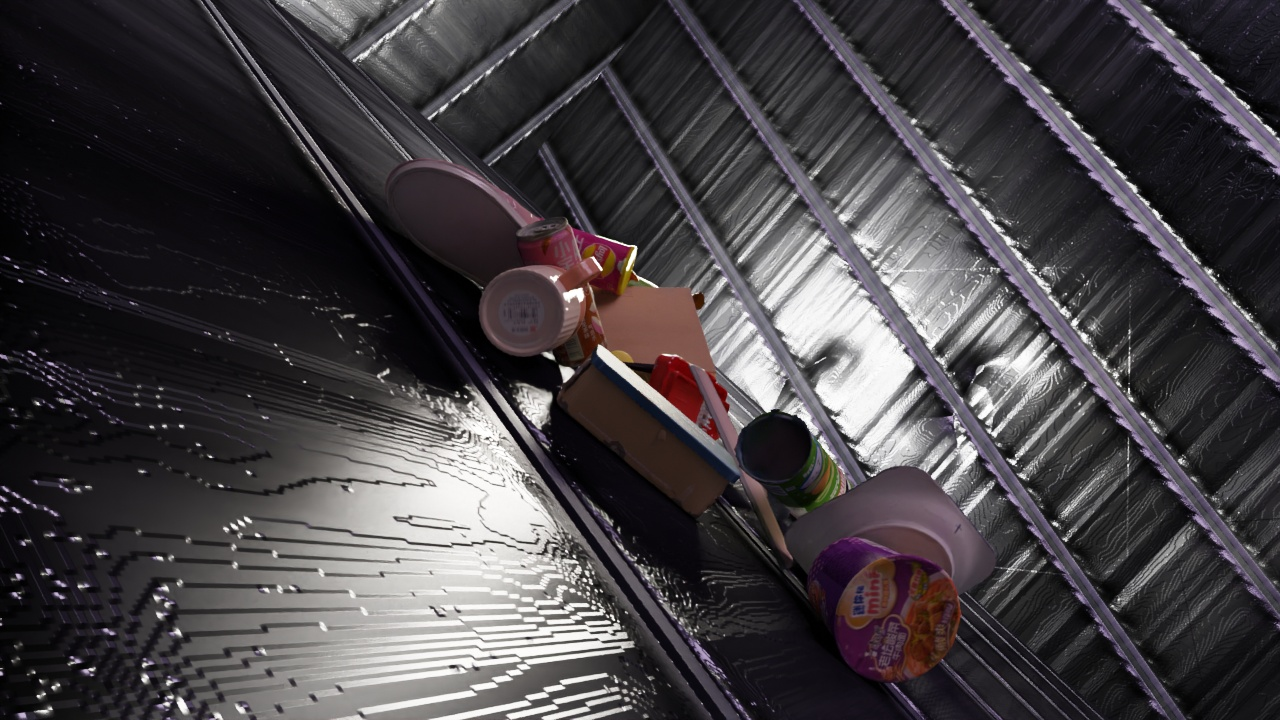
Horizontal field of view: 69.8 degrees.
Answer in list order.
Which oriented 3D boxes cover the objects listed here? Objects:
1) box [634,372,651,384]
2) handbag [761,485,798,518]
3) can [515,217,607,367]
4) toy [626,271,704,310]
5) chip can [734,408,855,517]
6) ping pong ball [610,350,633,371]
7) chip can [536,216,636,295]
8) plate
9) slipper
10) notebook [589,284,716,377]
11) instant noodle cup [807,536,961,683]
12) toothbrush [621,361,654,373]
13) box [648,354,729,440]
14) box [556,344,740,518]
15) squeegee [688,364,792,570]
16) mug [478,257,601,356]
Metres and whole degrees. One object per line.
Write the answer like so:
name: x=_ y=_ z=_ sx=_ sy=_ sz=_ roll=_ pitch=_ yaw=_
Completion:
box: x=0.009 y=-0.015 z=1.283 sx=0.168 sy=0.091 sz=0.076 roll=45 pitch=4 yaw=38
handbag: x=0.246 y=0.206 z=1.279 sx=0.234 sy=0.093 sz=0.193 roll=33 pitch=6 yaw=3
can: x=-0.080 y=-0.069 z=0.940 sx=0.058 sy=0.058 sz=0.147 roll=-127 pitch=-161 yaw=-65
toy: x=-0.037 y=-0.093 z=1.410 sx=0.246 sy=0.089 sz=0.228 roll=20 pitch=-26 yaw=-13
chip can: x=0.161 y=0.117 z=0.908 sx=0.072 sy=0.072 sz=0.236 roll=44 pitch=1 yaw=32
ping pong ball: x=-0.028 y=0.008 z=1.115 sx=0.040 sy=0.040 sz=0.040 roll=40 pitch=6 yaw=-5
chip can: x=-0.115 y=-0.155 z=1.275 sx=0.210 sy=0.071 sz=0.071 roll=18 pitch=4 yaw=5
plate: x=0.237 y=0.189 z=0.872 sx=0.164 sy=0.164 sz=0.034 roll=47 pitch=26 yaw=-15
slipper: x=-0.152 y=-0.122 z=0.978 sx=0.274 sy=0.114 sz=0.054 roll=39 pitch=30 yaw=-35
notebook: x=0.010 y=-0.045 z=1.233 sx=0.149 sy=0.012 sz=0.211 roll=2 pitch=34 yaw=-10
instant noodle cup: x=0.201 y=0.208 z=0.797 sx=0.111 sy=0.111 sz=0.099 roll=39 pitch=-4 yaw=-13
toothbrush: x=-0.007 y=0.006 z=1.094 sx=0.180 sy=0.016 sz=0.018 roll=9 pitch=16 yaw=-37
box: x=0.084 y=0.074 z=1.098 sx=0.098 sy=0.118 sz=0.201 roll=12 pitch=-9 yaw=26
box: x=0.011 y=0.066 z=0.824 sx=0.184 sy=0.061 sz=0.089 roll=38 pitch=7 yaw=-8
squeegee: x=0.148 y=0.143 z=1.052 sx=0.247 sy=0.040 sz=0.249 roll=66 pitch=7 yaw=29
mug: x=-0.086 y=-0.056 z=0.847 sx=0.081 sy=0.114 sz=0.105 roll=55 pitch=8 yaw=-3
